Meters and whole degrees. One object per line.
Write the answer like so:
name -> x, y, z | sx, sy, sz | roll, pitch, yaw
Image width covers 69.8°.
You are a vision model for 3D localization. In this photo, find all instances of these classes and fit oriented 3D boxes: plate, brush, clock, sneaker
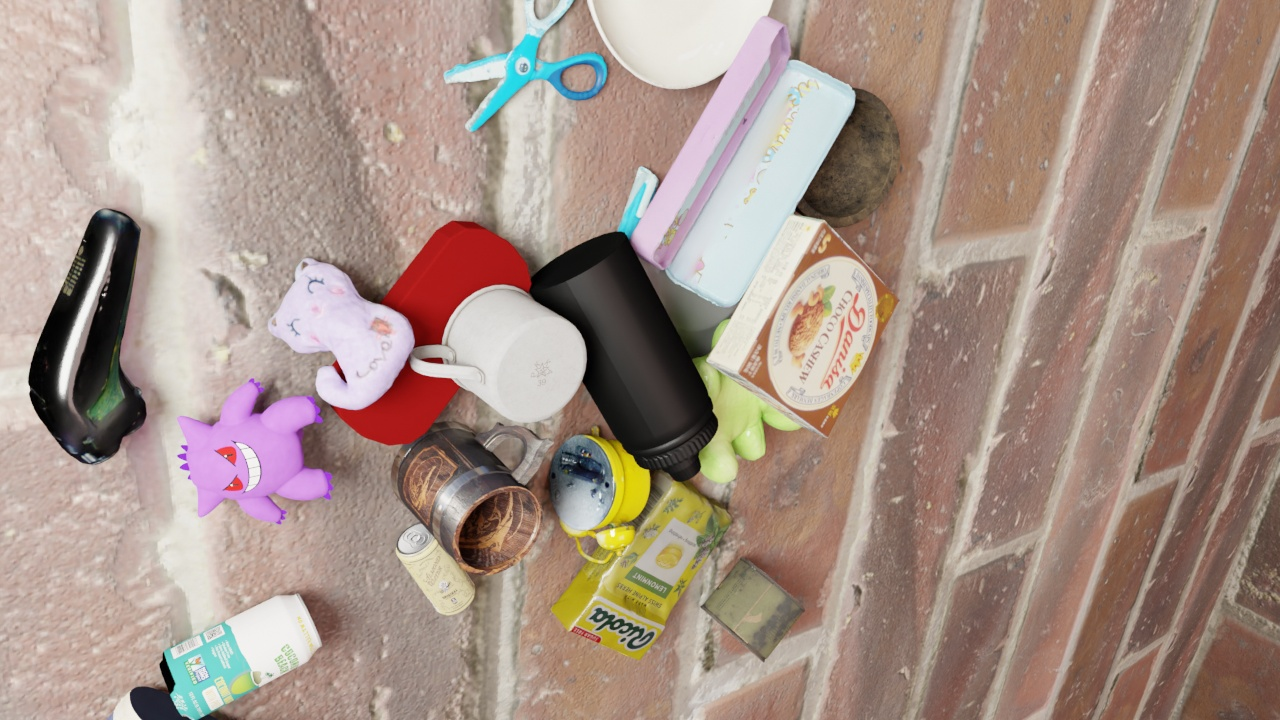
plate -> 0.058, -0.082, 0.831 | 0.178, 0.012, 0.179 | -17, 121, -31
brush -> -0.157, -0.022, 0.671 | 0.173, 0.042, 0.082 | -53, 133, -4
plate -> 0.027, -0.299, 0.684 | 0.182, 0.034, 0.182 | -17, 121, -31
clock -> -0.038, 0.120, 0.806 | 0.057, 0.083, 0.119 | 6, 93, -47
sneaker -> -0.326, 0.343, 0.686 | 0.118, 0.091, 0.233 | -49, 134, -9

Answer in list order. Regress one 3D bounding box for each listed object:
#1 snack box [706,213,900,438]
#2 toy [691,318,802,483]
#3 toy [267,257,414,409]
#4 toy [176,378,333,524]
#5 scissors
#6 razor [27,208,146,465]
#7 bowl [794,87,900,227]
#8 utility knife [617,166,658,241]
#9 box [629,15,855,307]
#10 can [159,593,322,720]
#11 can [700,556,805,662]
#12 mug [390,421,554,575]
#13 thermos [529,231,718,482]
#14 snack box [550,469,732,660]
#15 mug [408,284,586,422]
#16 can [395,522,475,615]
snack box -> 0.144, -0.026, 0.786 | 0.147, 0.041, 0.143 | 33, 84, -42
toy -> 0.109, 0.016, 0.867 | 0.196, 0.107, 0.150 | -29, 114, -35
toy -> -0.202, -0.016, 0.609 | 0.080, 0.100, 0.036 | -60, 170, 1
toy -> -0.263, 0.063, 0.622 | 0.088, 0.056, 0.106 | -13, 109, -29
scissors -> -0.077, -0.207, 0.665 | 0.140, 0.013, 0.118 | -54, 134, -7
razor -> -0.320, -0.014, 0.547 | 0.067, 0.054, 0.151 | 10, 98, -51
bowl -> 0.169, -0.186, 0.835 | 0.121, 0.056, 0.121 | -8, 109, -23
utility knife -> -0.022, -0.079, 0.766 | 0.022, 0.015, 0.167 | 16, 99, -42
box -> 0.087, -0.154, 0.741 | 0.214, 0.091, 0.090 | -60, 168, 3
can -> -0.292, 0.215, 0.673 | 0.101, 0.055, 0.055 | -24, 124, -28
can -> 0.123, 0.271, 1.005 | 0.074, 0.090, 0.090 | -49, 132, -9
mug -> -0.124, 0.090, 0.707 | 0.080, 0.107, 0.116 | 32, 90, -43
thermos -> -0.004, 0.004, 0.737 | 0.086, 0.086, 0.198 | -37, 112, -19
snack box -> 0.009, 0.203, 0.911 | 0.181, 0.045, 0.121 | -53, 133, -4
mug -> -0.101, -0.002, 0.648 | 0.113, 0.070, 0.084 | -15, 120, -35
can -> -0.169, 0.173, 0.760 | 0.038, 0.038, 0.079 | -36, 129, -19
